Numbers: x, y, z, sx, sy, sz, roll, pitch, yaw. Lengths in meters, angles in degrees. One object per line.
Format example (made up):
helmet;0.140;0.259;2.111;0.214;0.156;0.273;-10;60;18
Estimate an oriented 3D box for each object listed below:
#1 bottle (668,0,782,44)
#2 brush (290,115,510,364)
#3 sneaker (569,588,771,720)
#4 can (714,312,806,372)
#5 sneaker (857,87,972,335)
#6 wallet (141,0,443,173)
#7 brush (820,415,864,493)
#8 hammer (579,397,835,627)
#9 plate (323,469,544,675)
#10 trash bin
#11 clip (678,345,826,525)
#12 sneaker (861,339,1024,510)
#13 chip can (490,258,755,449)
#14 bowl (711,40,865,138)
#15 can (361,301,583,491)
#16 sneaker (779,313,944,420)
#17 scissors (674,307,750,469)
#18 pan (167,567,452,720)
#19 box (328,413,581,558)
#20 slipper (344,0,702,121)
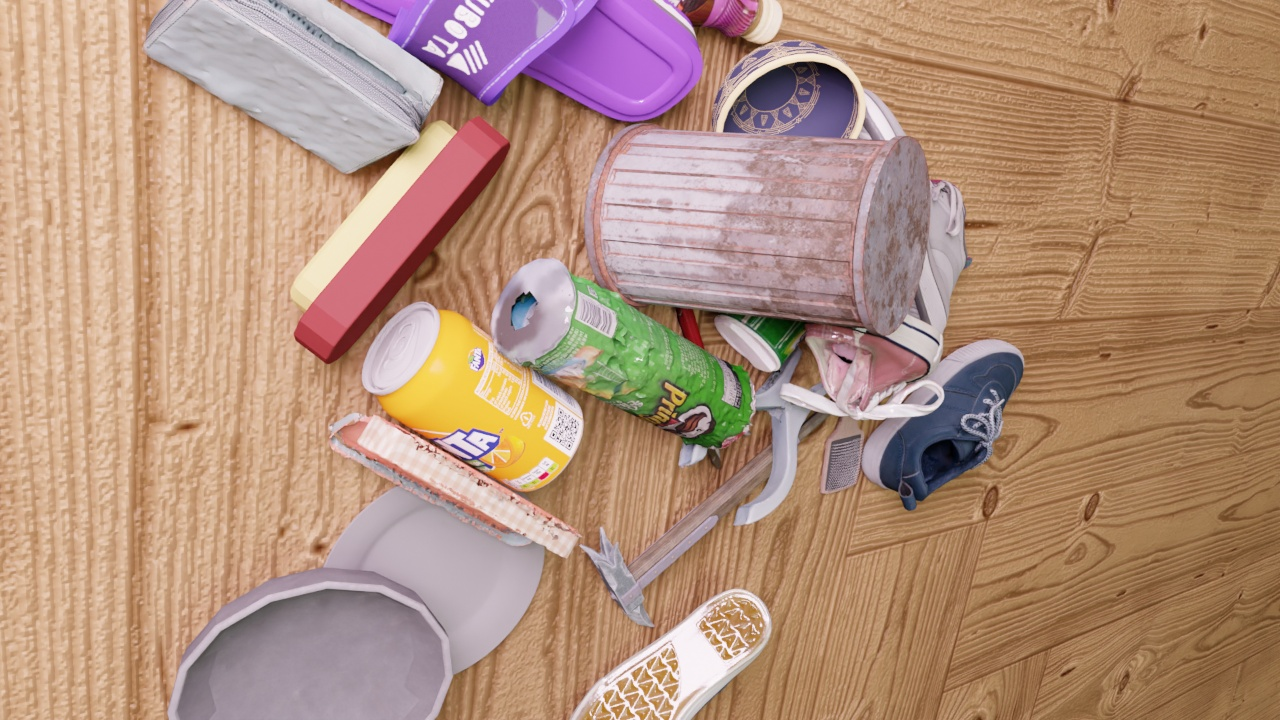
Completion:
bottle;0.028;-0.254;0.620;0.165;0.060;0.060;7;104;-37
brush;-0.149;-0.078;0.553;0.042;0.082;0.173;39;82;-8
sneaker;0.022;0.301;0.839;0.235;0.087;0.079;-40;161;-12
can;0.122;-0.055;0.762;0.120;0.067;0.067;-49;128;-11
sneaker;0.232;-0.137;0.800;0.128;0.097;0.263;-50;128;-24
wallet;-0.183;-0.157;0.486;0.131;0.101;0.054;24;67;-42
brush;0.206;0.069;0.905;0.049;0.015;0.136;-9;113;-32
hammer;0.096;0.111;0.829;0.316;0.028;0.147;-38;135;-16
plate;-0.153;0.162;0.685;0.178;0.012;0.178;-14;115;-31
trash bin;0.070;-0.091;0.617;0.130;0.211;0.131;-22;117;-53
clip;0.085;0.039;0.776;0.141;0.029;0.171;40;62;-15
sneaker;0.331;0.063;0.945;0.235;0.087;0.089;-38;126;-17
chip can;-0.005;0.002;0.651;0.223;0.075;0.075;27;91;-46
bowl;0.105;-0.193;0.691;0.112;0.061;0.113;-8;138;-7
can;-0.110;0.027;0.619;0.142;0.079;0.079;40;83;-39
sneaker;0.188;0.007;0.754;0.240;0.118;0.088;18;82;-60
scissors;0.032;0.015;0.759;0.179;0.015;0.194;-8;113;-35
pan;-0.237;0.293;0.656;0.178;0.041;0.358;1;114;-25
box;-0.123;0.086;0.624;0.187;0.083;0.043;40;72;-37
slipper;-0.065;-0.191;0.534;0.266;0.084;0.107;15;143;-42
